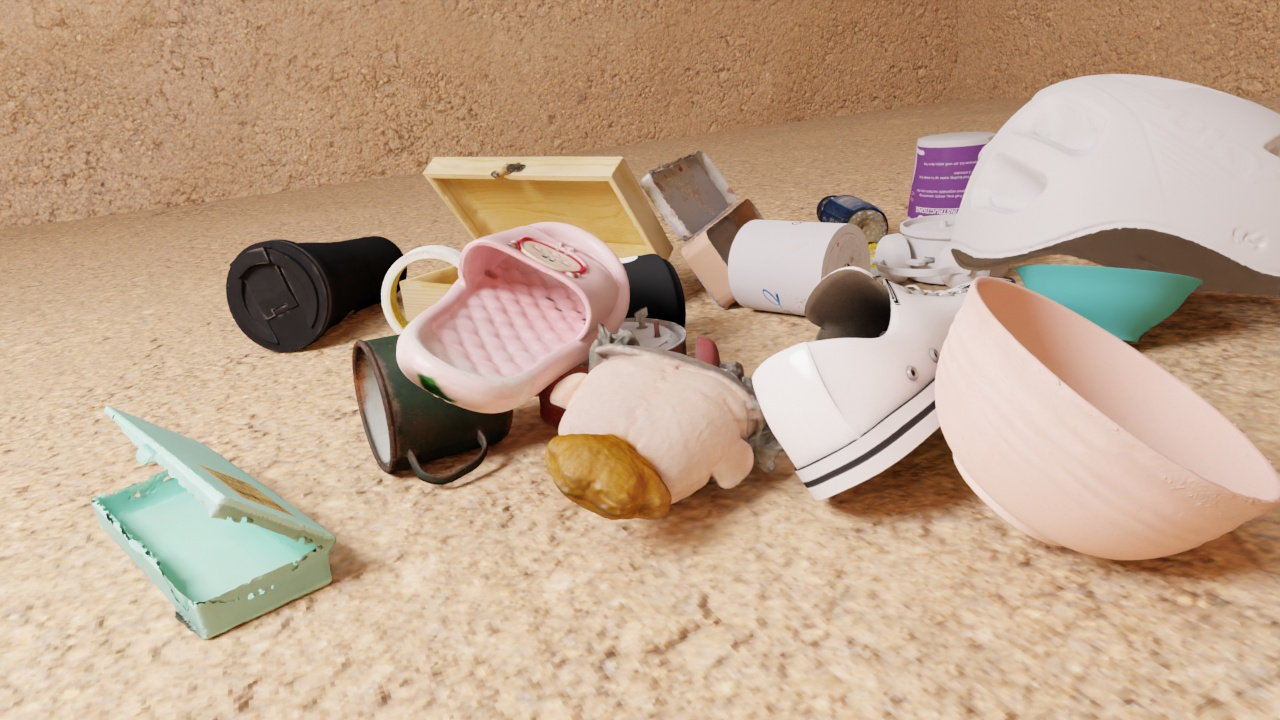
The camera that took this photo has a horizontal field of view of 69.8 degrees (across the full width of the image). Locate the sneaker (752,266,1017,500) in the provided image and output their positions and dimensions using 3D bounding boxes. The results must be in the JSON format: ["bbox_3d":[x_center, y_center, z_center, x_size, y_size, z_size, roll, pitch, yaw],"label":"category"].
[{"bbox_3d":[0.143,-0.013,0.534,0.244,0.097,0.091,-29,-7,-42],"label":"sneaker"}]

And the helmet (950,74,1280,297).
[{"bbox_3d":[0.391,-0.106,0.686,0.282,0.184,0.223,29,14,17],"label":"helmet"}]

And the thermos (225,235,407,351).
[{"bbox_3d":[-0.323,-0.082,0.953,0.106,0.106,0.218,-2,13,12],"label":"thermos"}]

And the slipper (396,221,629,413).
[{"bbox_3d":[-0.069,-0.036,0.567,0.107,0.056,0.221,25,33,5],"label":"slipper"}]

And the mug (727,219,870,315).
[{"bbox_3d":[0.153,-0.079,0.835,0.096,0.083,0.119,11,-5,41],"label":"mug"}]

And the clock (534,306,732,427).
[{"bbox_3d":[-0.004,0.004,0.636,0.157,0.062,0.109,8,22,35],"label":"clock"}]

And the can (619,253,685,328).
[{"bbox_3d":[-0.043,-0.038,0.744,0.146,0.080,0.080,-11,19,-17],"label":"can"}]

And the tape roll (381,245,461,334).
[{"bbox_3d":[-0.183,-0.055,0.821,0.094,0.094,0.019,-4,18,5],"label":"tape roll"}]

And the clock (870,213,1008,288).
[{"bbox_3d":[0.294,-0.107,0.885,0.158,0.061,0.120,-19,22,-39],"label":"clock"}]

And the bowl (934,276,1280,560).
[{"bbox_3d":[0.193,0.035,0.417,0.153,0.076,0.152,24,27,-13],"label":"bowl"}]

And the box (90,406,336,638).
[{"bbox_3d":[-0.236,0.066,0.490,0.077,0.080,0.189,-19,22,-38],"label":"box"}]

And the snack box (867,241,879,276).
[{"bbox_3d":[0.213,-0.115,0.994,0.061,0.026,0.149,-12,19,-22],"label":"snack box"}]

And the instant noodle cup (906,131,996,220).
[{"bbox_3d":[0.342,-0.185,1.011,0.121,0.122,0.137,-15,20,-27],"label":"instant noodle cup"}]

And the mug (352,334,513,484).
[{"bbox_3d":[-0.126,0.030,0.579,0.081,0.085,0.111,-13,51,-27],"label":"mug"}]

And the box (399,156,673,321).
[{"bbox_3d":[-0.103,-0.106,0.909,0.249,0.184,0.141,9,2,35],"label":"box"}]

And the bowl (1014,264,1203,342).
[{"bbox_3d":[0.332,-0.039,0.662,0.121,0.046,0.121,6,3,-1],"label":"bowl"}]

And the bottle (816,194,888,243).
[{"bbox_3d":[0.248,-0.169,1.098,0.056,0.056,0.160,-6,18,-2],"label":"bottle"}]

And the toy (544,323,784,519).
[{"bbox_3d":[0.005,0.042,0.497,0.133,0.076,0.175,18,24,19],"label":"toy"}]

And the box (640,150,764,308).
[{"bbox_3d":[0.077,-0.145,0.943,0.043,0.151,0.215,-29,8,25],"label":"box"}]
